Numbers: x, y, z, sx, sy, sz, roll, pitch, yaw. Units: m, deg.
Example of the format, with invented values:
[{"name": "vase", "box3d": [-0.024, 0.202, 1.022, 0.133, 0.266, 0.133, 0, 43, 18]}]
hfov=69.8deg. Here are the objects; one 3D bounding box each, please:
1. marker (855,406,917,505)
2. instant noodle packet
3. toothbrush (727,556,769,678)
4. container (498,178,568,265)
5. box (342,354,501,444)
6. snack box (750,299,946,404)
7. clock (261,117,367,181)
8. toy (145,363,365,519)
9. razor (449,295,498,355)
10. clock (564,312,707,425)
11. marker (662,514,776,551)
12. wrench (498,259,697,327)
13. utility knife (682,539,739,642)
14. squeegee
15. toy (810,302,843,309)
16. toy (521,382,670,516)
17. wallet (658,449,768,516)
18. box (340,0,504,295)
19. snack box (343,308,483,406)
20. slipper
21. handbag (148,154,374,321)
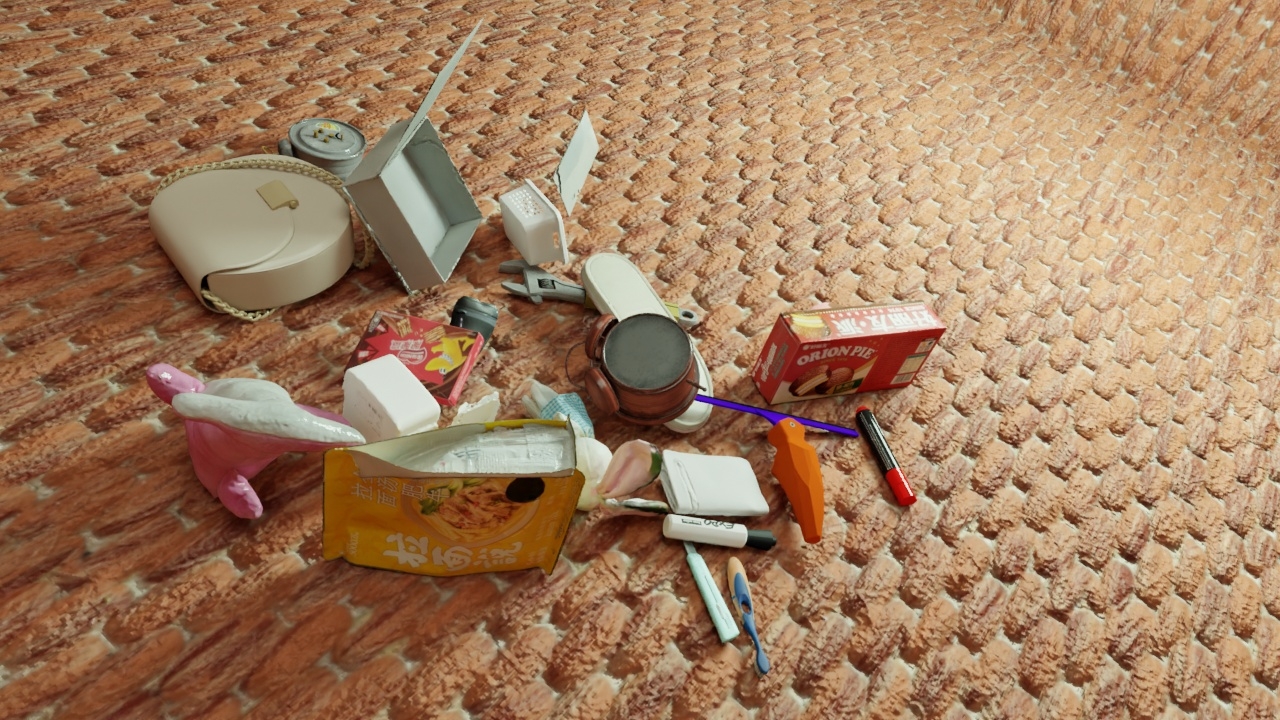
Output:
[{"name": "marker", "box3d": [0.302, 0.116, 1.137, 0.023, 0.021, 0.144, 20, 36, -34]}, {"name": "instant noodle packet", "box3d": [-0.177, 0.132, 0.844, 0.221, 0.163, 0.084, 0, 47, -20]}, {"name": "toothbrush", "box3d": [0.108, 0.257, 0.926, 0.021, 0.017, 0.134, 7, 41, -18]}, {"name": "container", "box3d": [-0.148, -0.182, 1.238, 0.049, 0.081, 0.129, -21, 40, -18]}, {"name": "box", "box3d": [-0.219, 0.054, 0.952, 0.124, 0.109, 0.136, 42, 48, 22]}, {"name": "snack box", "box3d": [0.270, -0.012, 1.191, 0.236, 0.113, 0.060, -6, 48, -25]}, {"name": "clock", "box3d": [-0.449, -0.294, 1.276, 0.147, 0.056, 0.104, -11, 50, -32]}, {"name": "toy", "box3d": [-0.360, 0.078, 0.835, 0.186, 0.266, 0.127, 17, 79, -31]}, {"name": "razor", "box3d": [-0.217, -0.020, 1.063, 0.053, 0.064, 0.140, 11, 49, 23]}, {"name": "clock", "box3d": [-0.006, 0.007, 1.039, 0.158, 0.072, 0.120, -2, 61, 2]}, {"name": "marker", "box3d": [0.086, 0.185, 0.978, 0.125, 0.025, 0.025, 11, 42, -16]}, {"name": "wrench", "box3d": [-0.056, -0.085, 1.221, 0.273, 0.018, 0.083, 12, 38, -7]}, {"name": "utility knife", "box3d": [0.067, 0.231, 0.938, 0.022, 0.015, 0.128, -2, 42, -26]}, {"name": "squeegee", "box3d": [0.179, 0.124, 1.051, 0.249, 0.055, 0.184, 13, 47, -24]}, {"name": "toy", "box3d": [0.257, -0.042, 1.263, 0.109, 0.051, 0.090, -22, 47, -32]}, {"name": "toy", "box3d": [-0.072, 0.097, 0.973, 0.105, 0.131, 0.205, -34, 55, -24]}, {"name": "wallet", "box3d": [0.077, 0.142, 1.017, 0.116, 0.032, 0.086, 10, 36, -21]}, {"name": "box", "box3d": [-0.248, -0.269, 1.084, 0.150, 0.370, 0.166, 19, 42, -4]}, {"name": "snack box", "box3d": [-0.252, -0.004, 1.022, 0.133, 0.021, 0.089, 13, 64, 14]}, {"name": "slipper", "box3d": [0.001, -0.021, 1.146, 0.114, 0.055, 0.274, -9, 58, -33]}, {"name": "handbag", "box3d": [-0.457, -0.153, 1.106, 0.208, 0.104, 0.210, -29, 59, -30]}]
